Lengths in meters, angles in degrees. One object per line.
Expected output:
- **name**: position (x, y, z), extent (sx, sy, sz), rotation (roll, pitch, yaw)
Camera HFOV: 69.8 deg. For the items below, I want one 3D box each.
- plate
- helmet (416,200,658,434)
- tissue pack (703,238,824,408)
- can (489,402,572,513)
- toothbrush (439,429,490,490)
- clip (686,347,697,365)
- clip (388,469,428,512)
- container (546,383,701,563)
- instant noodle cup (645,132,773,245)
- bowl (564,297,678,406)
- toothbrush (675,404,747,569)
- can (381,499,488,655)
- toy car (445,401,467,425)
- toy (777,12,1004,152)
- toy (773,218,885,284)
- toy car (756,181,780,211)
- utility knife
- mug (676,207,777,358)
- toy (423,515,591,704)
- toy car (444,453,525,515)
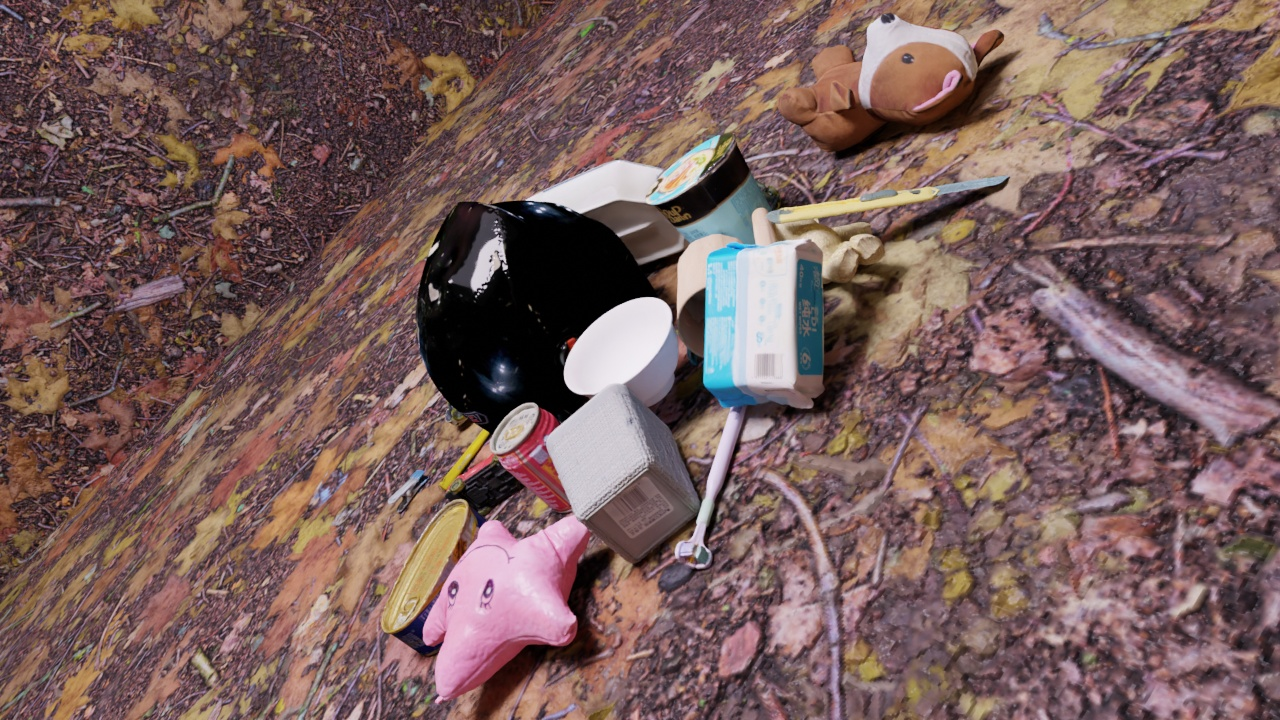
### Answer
- **plate**: position (-0.036, -0.152, 1.072), extent (0.266, 0.162, 0.034), rotation (-11, 56, 45)
- **helmet**: position (-0.128, -0.041, 0.982), extent (0.234, 0.230, 0.274), rotation (-4, 67, 54)
- **tissue pack**: position (0.102, -0.031, 0.750), extent (0.090, 0.063, 0.140), rotation (-1, 88, 39)
- **can**: position (-0.089, 0.091, 0.865), extent (0.067, 0.094, 0.066), rotation (-33, 29, 21)
- **toothbrush**: position (-0.181, 0.074, 1.097), extent (0.016, 0.016, 0.189), rotation (2, 52, 55)
- **clip**: position (0.055, -0.016, 0.908), extent (0.040, 0.014, 0.056), rotation (-37, 27, 11)
- **clip**: position (-0.282, 0.159, 1.119), extent (0.025, 0.033, 0.057), rotation (1, 44, 51)
- **container**: position (-0.013, 0.096, 0.766), extent (0.090, 0.090, 0.114), rotation (-41, 31, 8)
- **instant noodle cup**: position (0.083, -0.149, 0.933), extent (0.111, 0.120, 0.111), rotation (-33, 23, 16)
- **bowl**: position (-0.005, 0.005, 0.857), extent (0.118, 0.065, 0.118), rotation (-27, 36, 21)
- **toothbrush**: position (0.065, 0.085, 0.747), extent (0.021, 0.029, 0.188), rotation (109, -177, -50)
- **can**: position (-0.192, 0.209, 0.890), extent (0.075, 0.049, 0.147), rotation (-20, 36, 39)
- **toy car**: position (-0.209, 0.047, 1.155), extent (0.090, 0.035, 0.042), rotation (-45, 26, -1)
- **toy**: position (0.247, -0.283, 0.918), extent (0.200, 0.130, 0.139), rotation (7, 49, 45)
- **toy**: position (0.162, -0.100, 0.823), extent (0.105, 0.066, 0.157), rotation (-39, 20, -3)
- **toy car**: position (0.119, -0.177, 1.028), extent (0.048, 0.032, 0.105), rotation (-46, 39, -4)
- **utility knife**: position (0.211, -0.138, 0.799), extent (0.207, 0.021, 0.030), rotation (-3, 32, 16)
- **mug**: position (0.086, -0.076, 0.860), extent (0.125, 0.084, 0.103), rotation (-53, 19, 29)
- **toy**: position (-0.114, 0.205, 0.762), extent (0.195, 0.074, 0.178), rotation (-11, 42, 45)
- **toy car**: position (-0.157, 0.125, 0.959), extent (0.106, 0.049, 0.031), rotation (-36, 28, 16)
